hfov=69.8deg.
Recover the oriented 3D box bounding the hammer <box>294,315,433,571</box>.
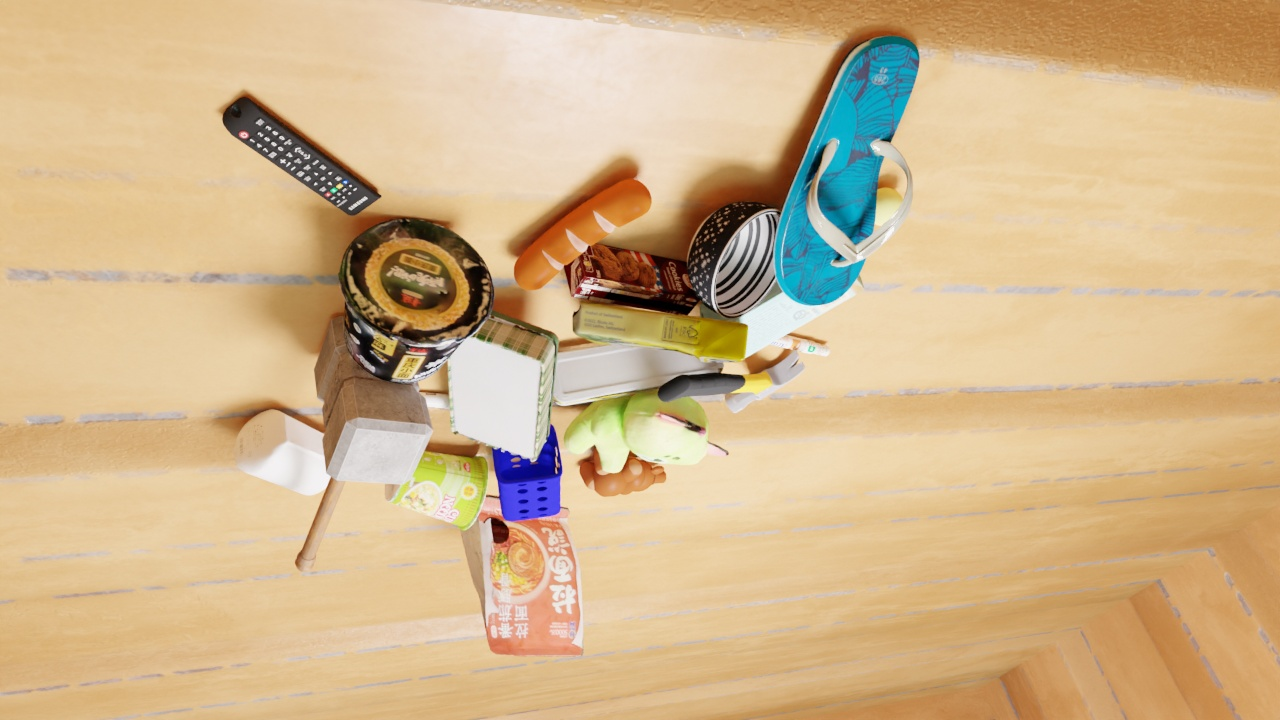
[{"bbox_3d":[-0.323,0.125,0.984,0.082,0.162,0.319,9,127,-32],"label":"hammer"}]

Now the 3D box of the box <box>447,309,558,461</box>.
[{"bbox_3d":[-0.154,0.029,1.026,0.118,0.050,0.206,17,143,6],"label":"box"}]

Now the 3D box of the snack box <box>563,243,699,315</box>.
[{"bbox_3d":[-0.008,-0.085,0.960,0.140,0.051,0.032,8,139,-30],"label":"snack box"}]

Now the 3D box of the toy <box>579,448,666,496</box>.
[{"bbox_3d":[-0.019,0.160,1.310,0.127,0.065,0.095,3,150,-39],"label":"toy"}]

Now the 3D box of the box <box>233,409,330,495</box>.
[{"bbox_3d":[-0.373,0.108,1.068,0.126,0.084,0.156,-31,145,10],"label":"box"}]

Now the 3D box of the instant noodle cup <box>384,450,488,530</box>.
[{"bbox_3d":[-0.264,0.159,1.175,0.108,0.098,0.099,18,134,-29],"label":"instant noodle cup"}]

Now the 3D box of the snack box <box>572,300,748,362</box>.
[{"bbox_3d":[0.022,-0.027,0.970,0.181,0.045,0.121,8,180,4],"label":"snack box"}]

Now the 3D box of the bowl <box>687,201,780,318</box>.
[{"bbox_3d":[0.090,-0.111,0.939,0.119,0.066,0.120,-32,140,-32],"label":"bowl"}]

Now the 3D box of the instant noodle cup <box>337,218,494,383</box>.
[{"bbox_3d":[-0.219,-0.046,0.871,0.137,0.137,0.113,2,151,-25],"label":"instant noodle cup"}]

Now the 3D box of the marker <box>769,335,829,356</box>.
[{"bbox_3d":[0.182,-0.024,1.153,0.145,0.017,0.017,11,138,-33],"label":"marker"}]

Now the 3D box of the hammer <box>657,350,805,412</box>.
[{"bbox_3d":[0.106,0.028,1.079,0.127,0.029,0.323,-31,167,22],"label":"hammer"}]

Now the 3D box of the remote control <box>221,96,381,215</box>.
[{"bbox_3d":[-0.279,-0.167,0.769,0.033,0.015,0.146,-29,144,19],"label":"remote control"}]

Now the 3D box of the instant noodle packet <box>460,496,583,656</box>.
[{"bbox_3d":[-0.167,0.321,1.325,0.164,0.220,0.084,18,135,-40],"label":"instant noodle packet"}]

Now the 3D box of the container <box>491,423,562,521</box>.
[{"bbox_3d":[-0.149,0.150,1.211,0.085,0.084,0.114,-7,146,-10],"label":"container"}]

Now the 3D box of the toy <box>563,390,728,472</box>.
[{"bbox_3d":[0.007,0.081,1.129,0.197,0.107,0.150,-14,149,33],"label":"toy"}]

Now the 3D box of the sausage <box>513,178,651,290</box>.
[{"bbox_3d":[-0.060,-0.123,0.892,0.165,0.044,0.039,-33,147,23],"label":"sausage"}]

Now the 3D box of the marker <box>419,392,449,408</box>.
[{"bbox_3d":[-0.284,0.044,1.066,0.133,0.017,0.020,5,177,-28],"label":"marker"}]

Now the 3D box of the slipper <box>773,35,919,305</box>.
[{"bbox_3d":[0.201,-0.160,0.881,0.118,0.060,0.296,-5,132,-17],"label":"slipper"}]

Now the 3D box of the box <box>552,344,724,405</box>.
[{"bbox_3d":[-0.006,0.007,1.079,0.209,0.064,0.037,-9,168,-9],"label":"box"}]

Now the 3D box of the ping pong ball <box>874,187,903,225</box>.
[{"bbox_3d":[0.257,-0.162,0.966,0.040,0.040,0.040,-11,146,-8],"label":"ping pong ball"}]

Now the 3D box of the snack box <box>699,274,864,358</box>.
[{"bbox_3d":[0.160,-0.072,1.045,0.175,0.053,0.075,-32,142,20],"label":"snack box"}]
